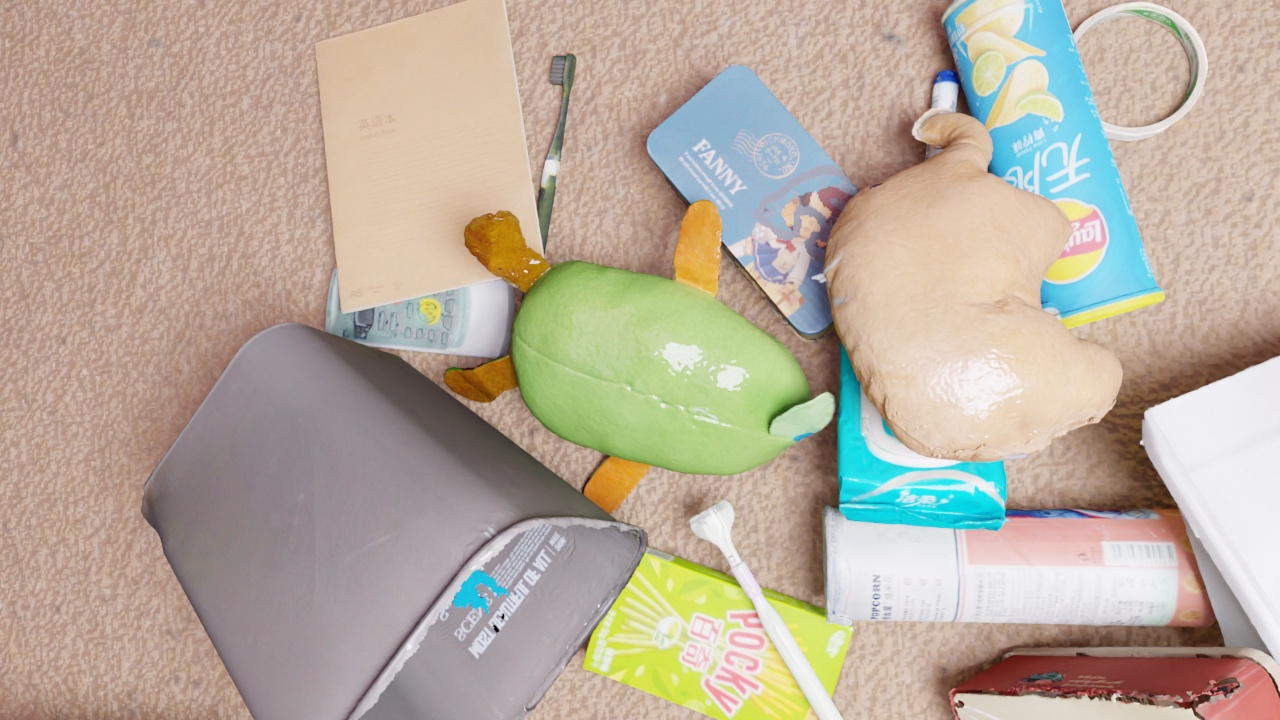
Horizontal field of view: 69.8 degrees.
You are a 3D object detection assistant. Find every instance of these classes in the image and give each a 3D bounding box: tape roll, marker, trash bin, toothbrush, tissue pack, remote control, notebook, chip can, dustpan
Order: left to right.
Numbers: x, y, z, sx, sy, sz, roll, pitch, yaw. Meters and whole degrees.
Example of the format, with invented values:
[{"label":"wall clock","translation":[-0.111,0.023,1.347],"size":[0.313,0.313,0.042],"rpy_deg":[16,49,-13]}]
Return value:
[{"label":"trash bin","translation":[-0.151,0.109,0.546],"size":[0.220,0.198,0.199],"rpy_deg":[38,95,26]},{"label":"remote control","translation":[-0.156,-0.034,0.649],"size":[0.135,0.019,0.056],"rpy_deg":[6,87,10]},{"label":"notebook","translation":[-0.153,-0.147,0.650],"size":[0.149,0.012,0.211],"rpy_deg":[-11,78,9]},{"label":"toothbrush","translation":[-0.067,-0.124,0.644],"size":[0.017,0.012,0.186],"rpy_deg":[9,88,16]},{"label":"toothbrush","translation":[0.090,0.173,0.565],"size":[0.029,0.020,0.189],"rpy_deg":[-32,85,9]},{"label":"tissue pack","translation":[0.165,0.040,0.547],"size":[0.093,0.050,0.133],"rpy_deg":[1,53,11]},{"label":"marker","translation":[0.191,-0.116,0.596],"size":[0.017,0.017,0.145],"rpy_deg":[7,88,10]},{"label":"chip can","translation":[0.219,0.123,0.548],"size":[0.215,0.071,0.071],"rpy_deg":[-1,86,10]},{"label":"chip can","translation":[0.247,-0.125,0.560],"size":[0.071,0.071,0.210],"rpy_deg":[-16,83,8]},{"label":"tape roll","translation":[0.310,-0.183,0.582],"size":[0.086,0.014,0.085],"rpy_deg":[-1,87,10]},{"label":"dustpan","translation":[0.409,0.120,0.448],"size":[0.222,0.142,0.258],"rpy_deg":[-20,103,-10]}]

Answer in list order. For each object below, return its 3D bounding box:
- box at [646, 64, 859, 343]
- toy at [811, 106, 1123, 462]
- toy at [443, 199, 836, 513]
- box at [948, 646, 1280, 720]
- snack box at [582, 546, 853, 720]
[{"label":"box","translation":[0.083,-0.103,0.592],"size":[0.090,0.061,0.184],"rpy_deg":[-42,83,4]},{"label":"toy","translation":[0.169,-0.053,0.508],"size":[0.143,0.083,0.225],"rpy_deg":[-6,68,-7]},{"label":"toy","translation":[-0.003,0.003,0.584],"size":[0.247,0.089,0.227],"rpy_deg":[21,116,3]},{"label":"box","translation":[0.248,0.208,0.483],"size":[0.080,0.169,0.091],"rpy_deg":[-17,82,-29]},{"label":"snack box","translation":[0.049,0.182,0.592],"size":[0.156,0.026,0.086],"rpy_deg":[19,90,7]}]
